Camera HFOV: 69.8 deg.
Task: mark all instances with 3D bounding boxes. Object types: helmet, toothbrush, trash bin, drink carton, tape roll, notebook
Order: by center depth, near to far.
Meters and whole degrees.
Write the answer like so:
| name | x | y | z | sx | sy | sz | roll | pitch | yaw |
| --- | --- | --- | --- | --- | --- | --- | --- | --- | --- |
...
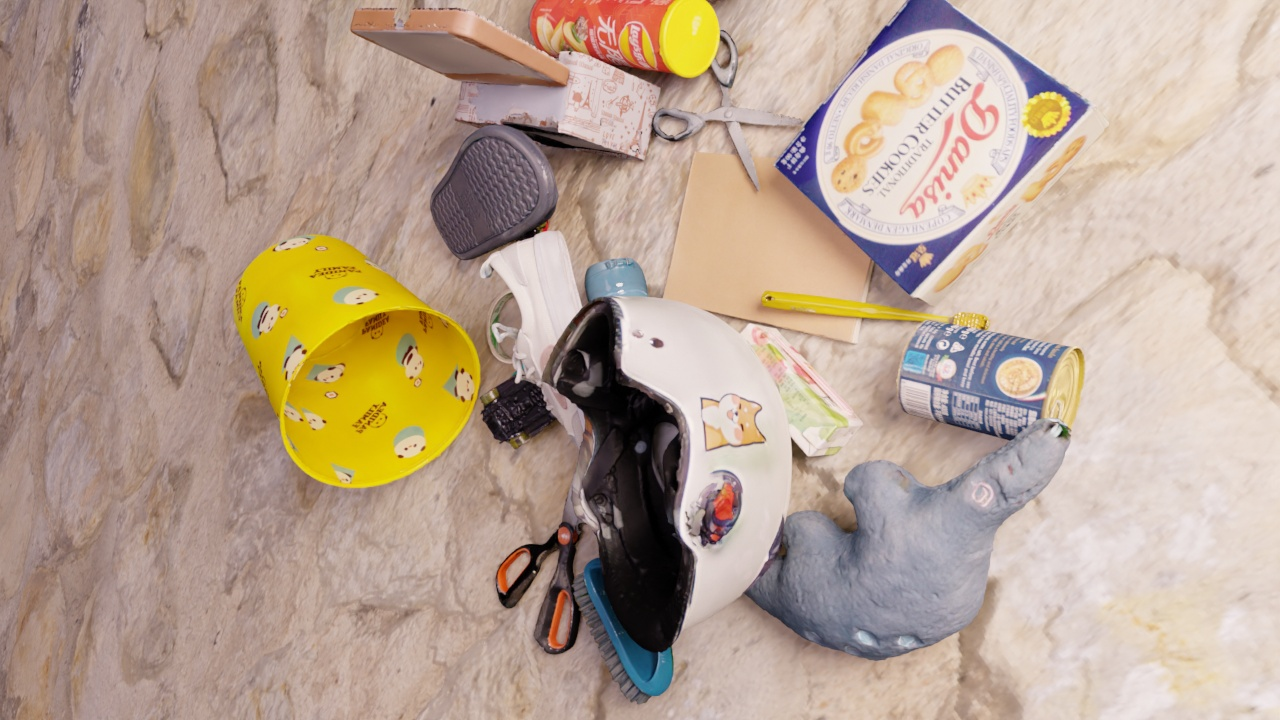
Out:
| name | x | y | z | sx | sy | sz | roll | pitch | yaw |
| --- | --- | --- | --- | --- | --- | --- | --- | --- | --- |
| helmet | 0.037 | 0.075 | 0.735 | 0.230 | 0.156 | 0.274 | -19 | 85 | 68 |
| toothbrush | 0.185 | -0.041 | 0.748 | 0.190 | 0.016 | 0.015 | 10 | 91 | 33 |
| drink carton | 0.130 | 0.023 | 0.781 | 0.046 | 0.053 | 0.122 | -53 | 58 | 23 |
| notebook | 0.117 | -0.108 | 0.829 | 0.212 | 0.012 | 0.149 | 16 | 96 | 39 |
| tape roll | -0.141 | -0.039 | 1.037 | 0.086 | 0.013 | 0.085 | -4 | 84 | 40 |
| trash bin | -0.351 | -0.016 | 1.085 | 0.255 | 0.229 | 0.230 | 40 | 111 | 40 |

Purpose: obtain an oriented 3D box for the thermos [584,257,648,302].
| name | x | y | z | sx | sy | sz | roll | pitch | yaw |
| --- | --- | --- | --- | --- | --- | --- | --- | --- | --- |
| thermos | -0.005 | 0.005 | 0.890 | 0.070 | 0.070 | 0.220 | -26 | 70 | 36 |

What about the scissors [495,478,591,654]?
| name | x | y | z | sx | sy | sz | roll | pitch | yaw |
| --- | --- | --- | --- | --- | --- | --- | --- | --- | --- |
| scissors | -0.093 | 0.198 | 0.974 | 0.205 | 0.021 | 0.224 | -5 | 84 | 40 |

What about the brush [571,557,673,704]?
| name | x | y | z | sx | sy | sz | roll | pitch | yaw |
| --- | --- | --- | --- | --- | --- | --- | --- | --- | --- |
| brush | -0.011 | 0.251 | 0.879 | 0.074 | 0.055 | 0.143 | -45 | 60 | 30 |

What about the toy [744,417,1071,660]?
| name | x | y | z | sx | sy | sz | roll | pitch | yaw |
| --- | --- | --- | --- | --- | --- | --- | --- | --- | --- |
| toy | 0.181 | 0.153 | 0.696 | 0.358 | 0.091 | 0.137 | -39 | 64 | 45 |

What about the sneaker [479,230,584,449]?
| name | x | y | z | sx | sy | sz | roll | pitch | yaw |
| --- | --- | --- | --- | --- | --- | --- | --- | --- | --- |
| sneaker | -0.087 | 0.002 | 0.886 | 0.091 | 0.089 | 0.242 | -15 | 102 | 6 |

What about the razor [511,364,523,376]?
| name | x | y | z | sx | sy | sz | roll | pitch | yaw |
| --- | --- | --- | --- | --- | --- | --- | --- | --- | --- |
| razor | -0.117 | 0.003 | 1.004 | 0.043 | 0.028 | 0.133 | 37 | 119 | -12 |

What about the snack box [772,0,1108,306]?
| name | x | y | z | sx | sy | sz | roll | pitch | yaw |
| --- | --- | --- | --- | --- | --- | --- | --- | --- | --- |
| snack box | 0.224 | -0.168 | 0.716 | 0.178 | 0.045 | 0.182 | -50 | 57 | 20 |

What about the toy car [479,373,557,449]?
| name | x | y | z | sx | sy | sz | roll | pitch | yaw |
| --- | --- | --- | --- | --- | --- | --- | --- | --- | --- |
| toy car | -0.108 | 0.039 | 0.978 | 0.158 | 0.042 | 0.070 | -31 | 93 | 29 |

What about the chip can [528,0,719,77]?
| name | x | y | z | sx | sy | sz | roll | pitch | yaw |
| --- | --- | --- | --- | --- | --- | --- | --- | --- | --- |
| chip can | -0.023 | -0.328 | 0.911 | 0.217 | 0.073 | 0.073 | 25 | 103 | 42 |

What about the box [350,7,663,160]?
| name | x | y | z | sx | sy | sz | roll | pitch | yaw |
| --- | --- | --- | --- | --- | --- | --- | --- | --- | --- |
| box | -0.127 | -0.268 | 0.883 | 0.177 | 0.260 | 0.082 | 18 | 97 | 39 |

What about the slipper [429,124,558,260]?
| name | x | y | z | sx | sy | sz | roll | pitch | yaw |
| --- | --- | --- | --- | --- | --- | --- | --- | --- | --- |
| slipper | -0.145 | -0.181 | 0.970 | 0.269 | 0.083 | 0.110 | -15 | 104 | 59 |

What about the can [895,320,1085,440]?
| name | x | y | z | sx | sy | sz | roll | pitch | yaw |
| --- | --- | --- | --- | --- | --- | --- | --- | --- | --- |
| can | 0.251 | 0.016 | 0.665 | 0.111 | 0.075 | 0.075 | 16 | 97 | 40 |

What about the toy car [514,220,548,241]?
| name | x | y | z | sx | sy | sz | roll | pitch | yaw |
| --- | --- | --- | --- | --- | --- | --- | --- | --- | --- |
| toy car | -0.125 | -0.182 | 1.022 | 0.049 | 0.031 | 0.106 | 5 | 103 | 39 |

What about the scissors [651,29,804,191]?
| name | x | y | z | sx | sy | sz | roll | pitch | yaw |
| --- | --- | --- | --- | --- | --- | --- | --- | --- | --- |
| scissors | 0.078 | -0.231 | 0.862 | 0.160 | 0.014 | 0.181 | -20 | 70 | 36 |
